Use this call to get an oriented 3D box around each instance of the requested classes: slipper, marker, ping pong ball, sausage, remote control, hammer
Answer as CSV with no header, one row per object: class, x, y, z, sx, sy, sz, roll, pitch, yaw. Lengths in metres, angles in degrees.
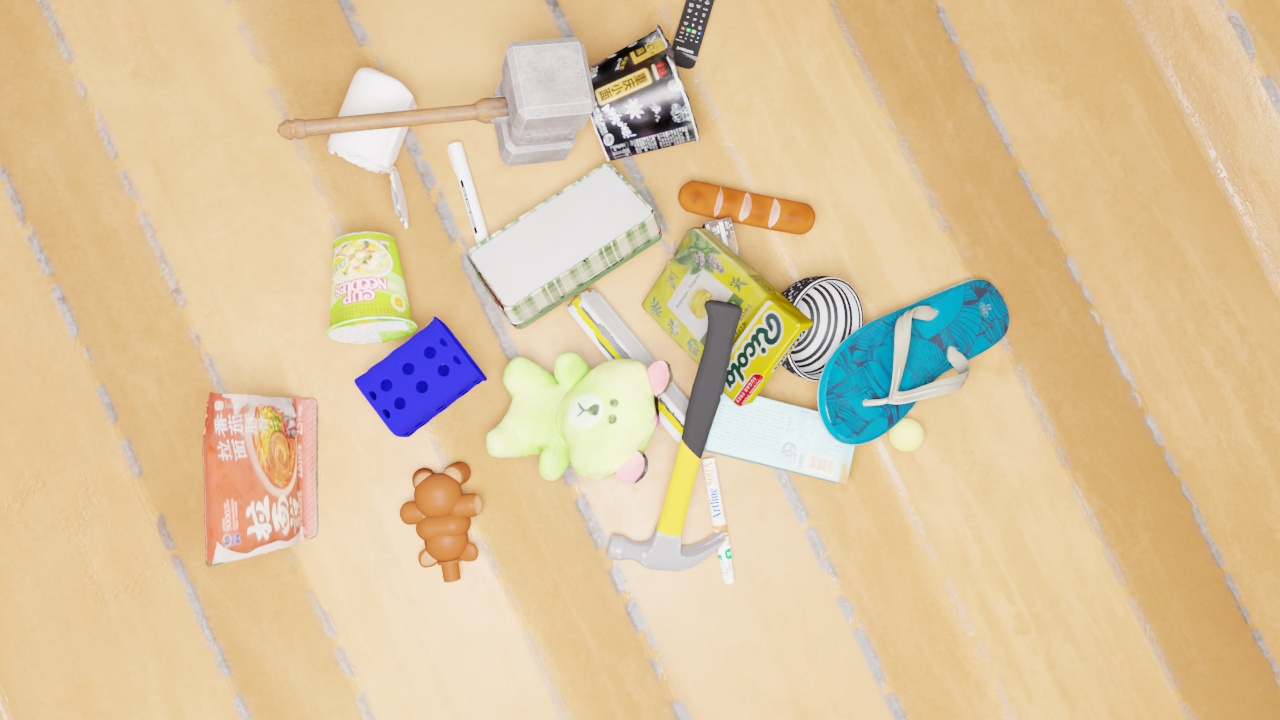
slipper,0.323,-0.011,1.054,0.294,0.060,0.118,-30,89,-18
marker,0.091,0.187,1.071,0.017,0.017,0.145,-9,86,-5
ping pong ball,0.313,0.088,1.082,0.040,0.040,0.040,0,85,-4
marker,-0.202,-0.193,1.084,0.020,0.017,0.133,-19,86,31
sausage,0.125,-0.181,1.090,0.164,0.044,0.039,11,89,-3
remote control,0.070,-0.429,1.122,0.033,0.015,0.146,17,84,-2
hammer,-0.222,-0.263,0.985,0.317,0.163,0.083,-10,86,-16
hammer,0.057,0.090,1.010,0.127,0.029,0.324,13,108,-2

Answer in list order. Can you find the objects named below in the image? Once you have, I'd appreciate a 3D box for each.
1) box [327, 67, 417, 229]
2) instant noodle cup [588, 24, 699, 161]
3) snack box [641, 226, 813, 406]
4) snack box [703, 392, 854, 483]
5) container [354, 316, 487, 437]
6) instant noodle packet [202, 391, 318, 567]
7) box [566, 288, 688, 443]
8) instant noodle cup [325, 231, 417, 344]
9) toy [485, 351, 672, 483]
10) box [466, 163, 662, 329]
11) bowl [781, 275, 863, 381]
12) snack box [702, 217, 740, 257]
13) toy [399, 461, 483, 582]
box,-0.294,-0.243,1.052,0.126,0.084,0.155,23,85,-8
instant noodle cup,-0.006,-0.296,1.053,0.112,0.137,0.137,-21,87,3
snack box,0.089,-0.053,1.025,0.181,0.045,0.121,47,118,23
snack box,0.161,0.088,1.066,0.174,0.053,0.075,14,84,-4
container,-0.245,0.021,1.029,0.113,0.084,0.085,-38,87,-5
instant noodle packet,-0.406,0.116,0.942,0.084,0.221,0.164,-1,85,-2
box,-0.007,0.007,1.055,0.037,0.064,0.210,-40,89,16
instant noodle cup,-0.306,-0.083,1.033,0.099,0.099,0.108,-8,78,-5
toy,-0.063,0.064,1.012,0.197,0.107,0.150,10,82,16
box,-0.087,-0.130,1.046,0.205,0.051,0.117,-36,58,-6
bowl,0.192,-0.041,1.066,0.120,0.066,0.120,-9,106,-32
snack box,0.103,-0.091,1.077,0.031,0.051,0.141,-13,86,-5
toy,-0.219,0.183,1.036,0.095,0.065,0.127,-8,94,3
